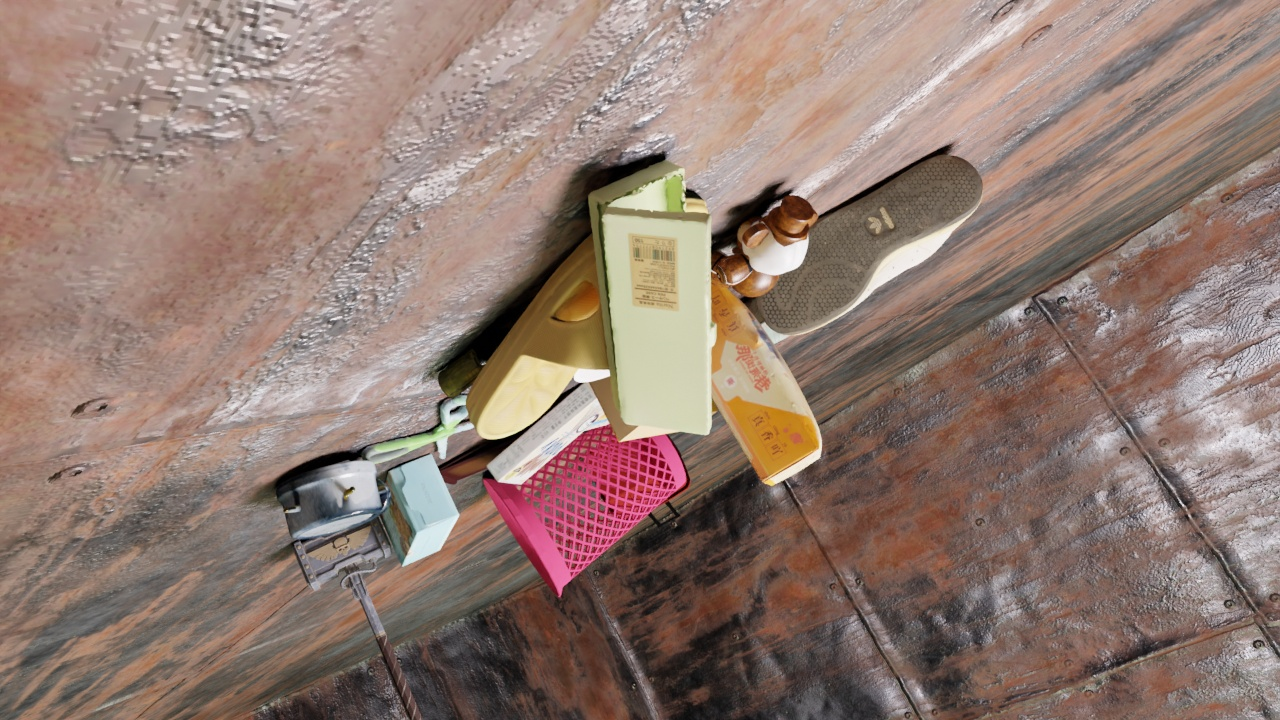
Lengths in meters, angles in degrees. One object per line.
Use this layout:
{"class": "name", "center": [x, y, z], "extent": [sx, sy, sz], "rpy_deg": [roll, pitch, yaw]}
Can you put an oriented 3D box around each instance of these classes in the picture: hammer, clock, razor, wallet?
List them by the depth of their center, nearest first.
{"class": "razor", "center": [-0.124, 0.007, 0.781], "extent": [0.043, 0.026, 0.105], "rpy_deg": [-36, 169, 24]}
{"class": "clock", "center": [-0.280, 0.129, 0.843], "extent": [0.090, 0.052, 0.129], "rpy_deg": [-17, 168, -8]}
{"class": "hammer", "center": [-0.280, 0.332, 1.025], "extent": [0.098, 0.322, 0.044], "rpy_deg": [-23, 166, -21]}
{"class": "wallet", "center": [-0.185, 0.114, 1.076], "extent": [0.115, 0.018, 0.091], "rpy_deg": [-25, 166, 1]}

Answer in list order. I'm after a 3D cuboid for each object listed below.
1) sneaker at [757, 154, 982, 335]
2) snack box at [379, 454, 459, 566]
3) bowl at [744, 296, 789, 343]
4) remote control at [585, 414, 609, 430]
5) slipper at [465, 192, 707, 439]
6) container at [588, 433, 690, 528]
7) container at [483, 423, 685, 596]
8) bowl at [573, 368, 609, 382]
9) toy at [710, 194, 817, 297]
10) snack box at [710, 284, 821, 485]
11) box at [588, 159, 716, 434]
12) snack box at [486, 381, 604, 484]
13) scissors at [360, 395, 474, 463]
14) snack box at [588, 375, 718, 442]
{"class": "sneaker", "center": [0.220, -0.111, 0.912], "extent": [0.242, 0.089, 0.102], "rpy_deg": [-34, 174, 6]}
{"class": "snack box", "center": [-0.250, 0.170, 1.019], "extent": [0.053, 0.075, 0.175], "rpy_deg": [-20, 165, -28]}
{"class": "bowl", "center": [0.167, -0.062, 1.062], "extent": [0.157, 0.038, 0.157], "rpy_deg": [-27, 167, -7]}
{"class": "remote control", "center": [-0.077, 0.077, 1.144], "extent": [0.125, 0.018, 0.038], "rpy_deg": [-14, 161, -41]}
{"class": "slipper", "center": [-0.037, -0.016, 0.698], "extent": [0.264, 0.078, 0.099], "rpy_deg": [-46, 155, 27]}
{"class": "container", "center": [0.002, 0.189, 1.483], "extent": [0.148, 0.127, 0.201], "rpy_deg": [-29, 157, 1]}
{"class": "container", "center": [-0.066, 0.175, 1.234], "extent": [0.225, 0.183, 0.183], "rpy_deg": [-32, 168, -16]}
{"class": "bowl", "center": [-0.019, -0.026, 0.821], "extent": [0.110, 0.040, 0.110], "rpy_deg": [-26, 167, -7]}
{"class": "toy", "center": [0.106, -0.096, 0.775], "extent": [0.087, 0.067, 0.113], "rpy_deg": [-21, 156, -30]}
{"class": "snack box", "center": [0.111, 0.023, 0.927], "extent": [0.081, 0.195, 0.145], "rpy_deg": [-31, 167, 5]}
{"class": "box", "center": [0.007, -0.034, 0.621], "extent": [0.077, 0.089, 0.188], "rpy_deg": [-14, 134, -9]}
{"class": "snack box", "center": [-0.100, 0.084, 1.045], "extent": [0.150, 0.026, 0.082], "rpy_deg": [-41, 167, 3]}
{"class": "scissors", "center": [-0.189, 0.069, 0.892], "extent": [0.171, 0.023, 0.169], "rpy_deg": [-17, 157, -47]}
{"class": "snack box", "center": [0.012, 0.031, 0.966], "extent": [0.125, 0.088, 0.040], "rpy_deg": [-4, 151, -50]}
